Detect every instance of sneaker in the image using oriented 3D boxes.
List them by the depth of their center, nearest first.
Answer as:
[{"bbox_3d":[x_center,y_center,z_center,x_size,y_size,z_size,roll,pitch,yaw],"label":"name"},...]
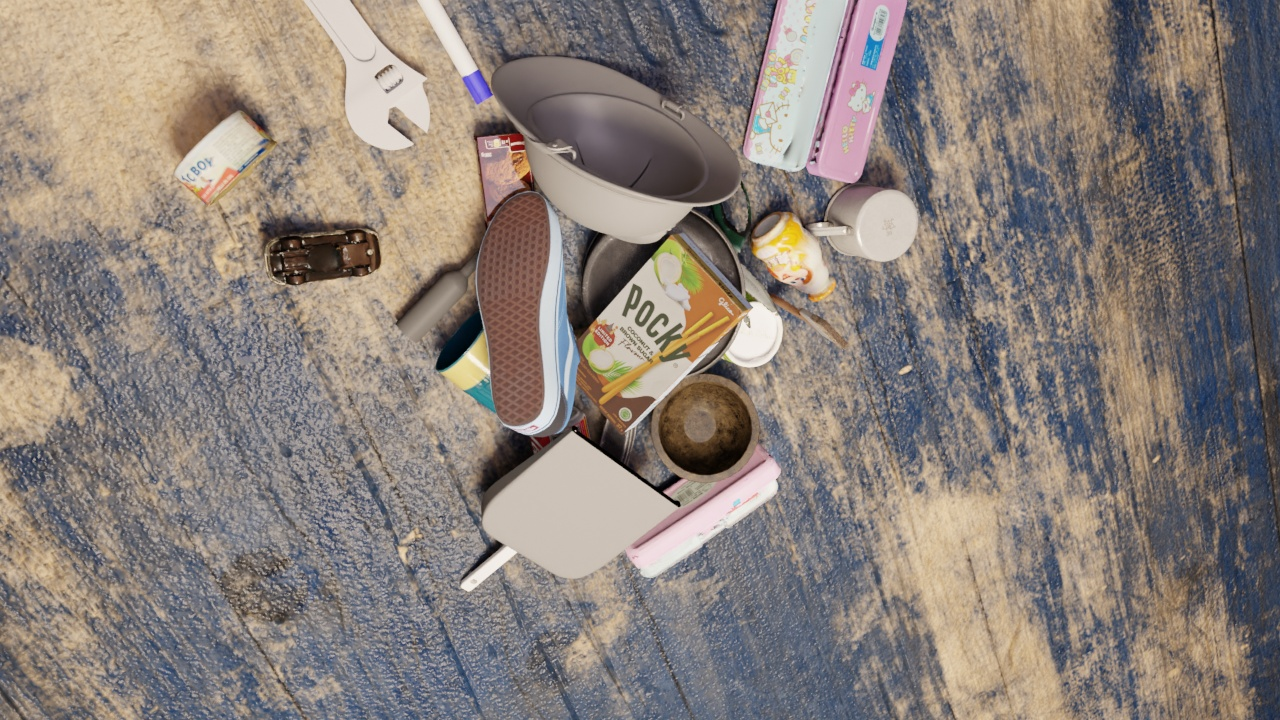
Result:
[{"bbox_3d":[-0.104,-0.041,0.910,0.083,0.098,0.241,-8,75,18],"label":"sneaker"}]

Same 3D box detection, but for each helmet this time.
[{"bbox_3d":[-0.036,-0.183,0.889,0.182,0.271,0.118,-32,150,-40],"label":"helmet"}]

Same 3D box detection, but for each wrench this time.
[{"bbox_3d":[-0.294,-0.319,0.854,0.086,0.018,0.273,-37,110,-2],"label":"wrench"}]

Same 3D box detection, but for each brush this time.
[{"bbox_3d":[0.174,-0.051,0.999,0.008,0.143,0.045,-49,121,2],"label":"brush"}]

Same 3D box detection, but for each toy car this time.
[{"bbox_3d":[-0.311,-0.102,0.900,0.112,0.040,0.048,-11,109,-32],"label":"toy car"}]

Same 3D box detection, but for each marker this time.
[{"bbox_3d":[-0.187,-0.316,0.884,0.020,0.020,0.141,-32,111,-6],"label":"marker"}]

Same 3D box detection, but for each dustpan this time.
[{"bbox_3d":[-0.106,0.185,0.999,0.258,0.033,0.163,-41,121,17],"label":"dustpan"}]

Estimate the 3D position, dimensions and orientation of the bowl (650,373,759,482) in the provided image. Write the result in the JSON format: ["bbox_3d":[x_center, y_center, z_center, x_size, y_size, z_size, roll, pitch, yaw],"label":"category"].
[{"bbox_3d":[0.071,0.076,1.046,0.121,0.056,0.121,0,88,-3],"label":"bowl"}]

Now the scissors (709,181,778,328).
[{"bbox_3d":[0.096,-0.128,0.965,0.146,0.015,0.209,-40,72,-14],"label":"scissors"}]

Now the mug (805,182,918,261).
[{"bbox_3d":[0.247,-0.152,1.033,0.113,0.070,0.084,-13,108,-15],"label":"mug"}]

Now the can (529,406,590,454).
[{"bbox_3d":[-0.083,0.108,1.010,0.064,0.064,0.105,-15,109,-12],"label":"can"}]

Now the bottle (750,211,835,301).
[{"bbox_3d":[0.173,-0.114,1.026,0.063,0.063,0.109,-46,113,-1],"label":"bottle"}]

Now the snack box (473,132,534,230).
[{"bbox_3d":[-0.134,-0.159,0.938,0.051,0.032,0.141,-9,107,-14],"label":"snack box"}]

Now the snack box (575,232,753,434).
[{"bbox_3d":[0.011,-0.024,0.914,0.101,0.031,0.186,48,117,9],"label":"snack box"}]

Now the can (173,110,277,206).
[{"bbox_3d":[-0.375,-0.182,0.830,0.086,0.086,0.043,-44,111,-1],"label":"can"}]

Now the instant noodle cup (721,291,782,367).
[{"bbox_3d":[0.102,-0.039,1.001,0.098,0.108,0.099,-5,106,-17],"label":"instant noodle cup"}]

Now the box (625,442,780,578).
[{"bbox_3d":[0.077,0.185,1.075,0.201,0.087,0.103,-33,124,-6],"label":"box"}]

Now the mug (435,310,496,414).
[{"bbox_3d":[-0.135,-0.002,0.954,0.107,0.083,0.113,41,87,-22],"label":"mug"}]

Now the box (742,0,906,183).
[{"bbox_3d":[0.200,-0.307,0.991,0.149,0.049,0.214,9,102,-15],"label":"box"}]

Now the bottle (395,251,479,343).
[{"bbox_3d":[-0.202,-0.069,0.944,0.113,0.030,0.030,-46,112,0],"label":"bottle"}]

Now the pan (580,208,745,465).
[{"bbox_3d":[-0.006,0.006,0.981,0.187,0.055,0.357,25,111,20],"label":"pan"}]
